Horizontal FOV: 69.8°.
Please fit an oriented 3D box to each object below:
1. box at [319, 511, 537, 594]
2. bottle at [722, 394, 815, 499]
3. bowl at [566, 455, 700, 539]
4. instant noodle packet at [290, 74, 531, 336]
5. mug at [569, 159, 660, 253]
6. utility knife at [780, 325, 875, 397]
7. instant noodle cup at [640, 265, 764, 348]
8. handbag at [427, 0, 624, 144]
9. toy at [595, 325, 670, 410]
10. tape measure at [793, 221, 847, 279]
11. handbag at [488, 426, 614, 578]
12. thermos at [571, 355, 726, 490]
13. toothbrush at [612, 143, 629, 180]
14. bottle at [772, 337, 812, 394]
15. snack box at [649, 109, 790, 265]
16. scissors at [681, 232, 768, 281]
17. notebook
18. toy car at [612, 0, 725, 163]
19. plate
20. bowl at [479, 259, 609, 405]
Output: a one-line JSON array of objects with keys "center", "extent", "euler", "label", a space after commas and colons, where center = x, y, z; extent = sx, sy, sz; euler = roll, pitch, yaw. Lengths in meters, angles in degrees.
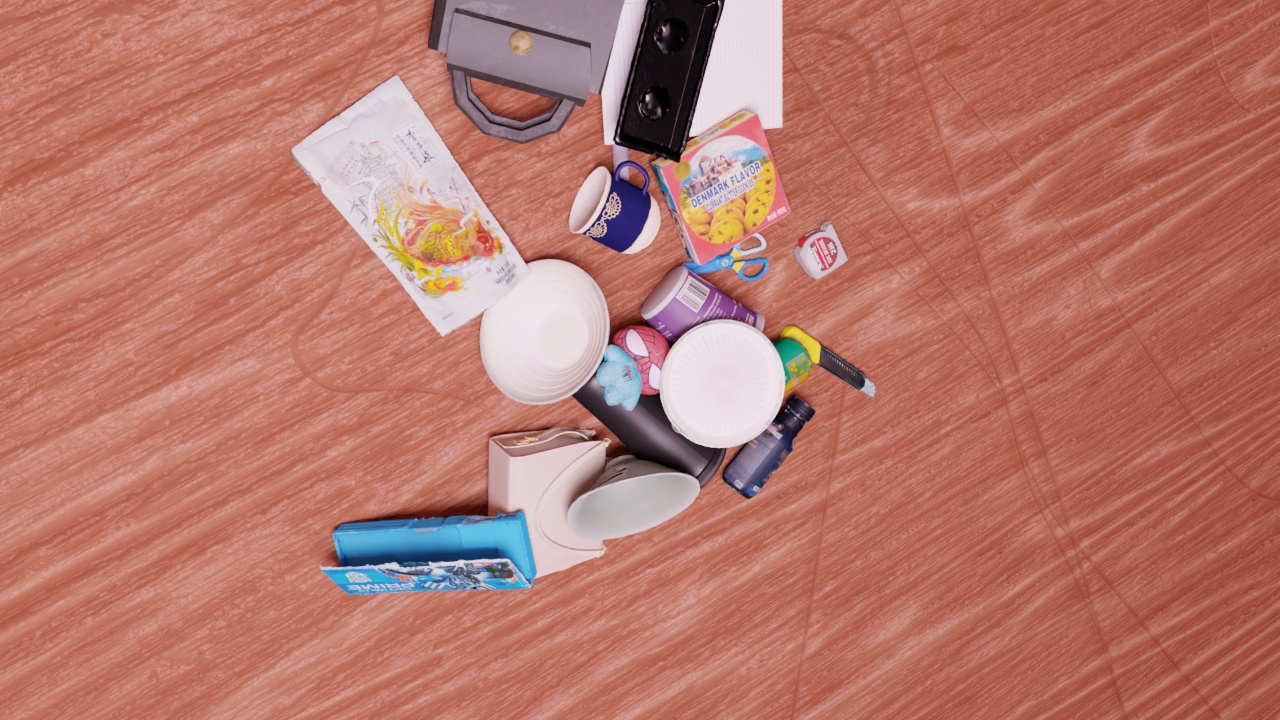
[{"center": [-0.256, 0.246, 1.105], "extent": [0.244, 0.085, 0.092], "euler": [-6, 107, 11], "label": "box"}, {"center": [0.182, 0.120, 1.288], "extent": [0.056, 0.056, 0.161], "euler": [39, 91, -25], "label": "bottle"}, {"center": [-0.016, 0.157, 1.156], "extent": [0.174, 0.067, 0.174], "euler": [-13, 148, -9], "label": "bowl"}, {"center": [-0.254, -0.170, 1.050], "extent": [0.146, 0.057, 0.269], "euler": [-38, 110, -7], "label": "instant noodle packet"}, {"center": [-0.019, -0.184, 1.103], "extent": [0.089, 0.085, 0.112], "euler": [23, 122, -26], "label": "mug"}, {"center": [0.272, 0.004, 1.304], "extent": [0.187, 0.020, 0.029], "euler": [32, 94, -24], "label": "utility knife"}, {"center": [0.074, -0.056, 1.177], "extent": [0.122, 0.122, 0.136], "euler": [39, 46, -16], "label": "instant noodle cup"}, {"center": [-0.131, -0.340, 0.998], "extent": [0.197, 0.102, 0.200], "euler": [12, 108, -10], "label": "handbag"}, {"center": [-0.007, 0.006, 1.114], "extent": [0.092, 0.062, 0.132], "euler": [58, 42, -5], "label": "toy"}, {"center": [0.243, -0.148, 1.246], "extent": [0.062, 0.020, 0.060], "euler": [-34, 114, -6], "label": "tape measure"}, {"center": [-0.094, 0.180, 1.199], "extent": [0.197, 0.101, 0.195], "euler": [-7, 109, -30], "label": "handbag"}, {"center": [0.009, 0.082, 1.196], "extent": [0.218, 0.106, 0.106], "euler": [42, 90, -20], "label": "thermos"}, {"center": [-0.027, -0.311, 1.102], "extent": [0.019, 0.018, 0.188], "euler": [-9, 109, -19], "label": "toothbrush"}, {"center": [0.136, 0.039, 1.201], "extent": [0.209, 0.068, 0.068], "euler": [-29, 116, -34], "label": "bottle"}, {"center": [0.103, -0.217, 1.156], "extent": [0.142, 0.040, 0.145], "euler": [-31, 122, -7], "label": "snack box"}, {"center": [0.111, -0.125, 1.212], "extent": [0.130, 0.022, 0.070], "euler": [-20, 112, -17], "label": "scissors"}, {"center": [0.066, -0.363, 1.110], "extent": [0.245, 0.013, 0.178], "euler": [-11, 111, -22], "label": "notebook"}, {"center": [0.019, -0.333, 1.051], "extent": [0.094, 0.071, 0.192], "euler": [9, 103, -28], "label": "toy car"}, {"center": [0.099, 0.028, 1.119], "extent": [0.157, 0.014, 0.157], "euler": [-1, 95, -9], "label": "plate"}, {"center": [-0.106, -0.031, 1.115], "extent": [0.177, 0.177, 0.057], "euler": [-60, 155, 5], "label": "bowl"}]
